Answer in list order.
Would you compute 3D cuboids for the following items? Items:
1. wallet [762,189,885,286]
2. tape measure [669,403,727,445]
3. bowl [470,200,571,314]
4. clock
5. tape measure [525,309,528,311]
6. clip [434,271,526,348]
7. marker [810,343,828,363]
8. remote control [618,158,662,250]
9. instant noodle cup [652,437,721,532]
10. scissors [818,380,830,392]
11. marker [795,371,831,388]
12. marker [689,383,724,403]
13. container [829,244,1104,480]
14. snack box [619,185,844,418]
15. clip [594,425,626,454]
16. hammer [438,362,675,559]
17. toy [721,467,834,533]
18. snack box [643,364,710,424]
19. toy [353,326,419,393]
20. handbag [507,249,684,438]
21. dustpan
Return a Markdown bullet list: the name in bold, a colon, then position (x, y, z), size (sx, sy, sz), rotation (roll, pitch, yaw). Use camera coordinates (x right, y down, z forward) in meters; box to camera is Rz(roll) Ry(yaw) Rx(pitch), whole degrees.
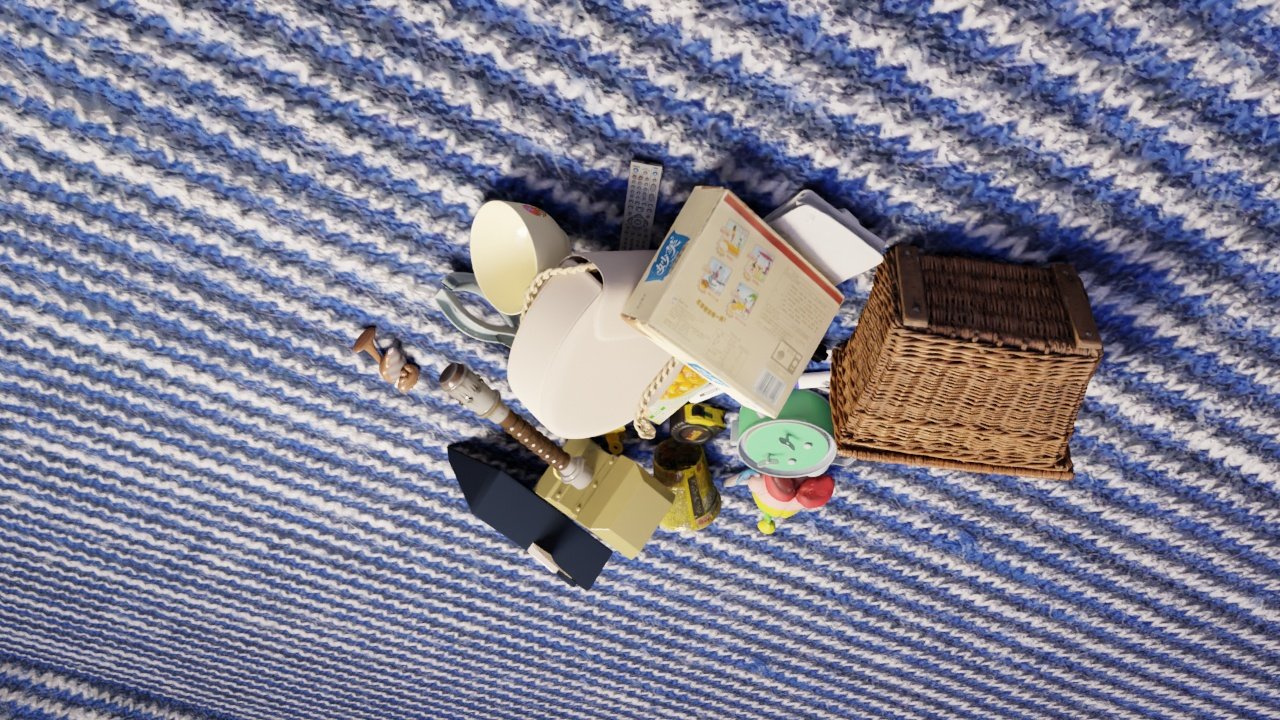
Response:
- **wallet**: position (0.184, -0.126, 0.935), size (0.116, 0.032, 0.086), rotation (31, 146, -26)
- **tape measure**: position (0.069, 0.081, 1.192), size (0.062, 0.038, 0.067), rotation (18, 143, -23)
- **bowl**: position (-0.115, -0.113, 0.964), size (0.073, 0.118, 0.118), rotation (-17, 158, -40)
- **clock**: position (0.202, 0.100, 1.157), size (0.161, 0.075, 0.122), rotation (19, 139, -12)
- **tape measure**: position (-0.095, -0.069, 1.045), size (0.072, 0.042, 0.072), rotation (-12, 140, 25)
- **clip**: position (-0.156, -0.058, 1.069), size (0.163, 0.107, 0.028), rotation (34, 135, -20)
- **marker**: position (0.163, -0.030, 1.052), size (0.126, 0.025, 0.025), rotation (26, 137, -18)
- **remote control**: position (-0.001, -0.150, 0.951), size (0.033, 0.013, 0.137), rotation (10, 140, 0)
- **instant noodle cup**: position (0.056, 0.164, 1.254), size (0.102, 0.102, 0.108), rotation (-1, 130, 12)
- **scissors**: position (0.288, 0.050, 1.113), size (0.149, 0.019, 0.122), rotation (0, 153, 14)
- **marker**: position (0.257, 0.020, 1.097), size (0.142, 0.020, 0.020), rotation (-5, 138, 16)
- **marker**: position (0.113, 0.025, 1.133), size (0.134, 0.017, 0.020), rotation (-24, 93, 33)
- **container**: position (0.337, -0.003, 0.952), size (0.250, 0.161, 0.183), rotation (6, 136, 3)
- **snack box**: position (0.097, -0.055, 0.923), size (0.207, 0.153, 0.055), rotation (34, 174, -35)
- **clip**: position (-0.036, 0.100, 1.251), size (0.053, 0.035, 0.046), rotation (-15, 116, 24)
- **hammer**: position (-0.124, 0.107, 1.152), size (0.325, 0.100, 0.190), rotation (43, 167, -33)
- **toy**: position (0.185, 0.187, 1.256), size (0.124, 0.096, 0.132), rotation (9, 167, -13)
- **snack box**: position (-0.007, 0.007, 1.126), size (0.168, 0.027, 0.132), rotation (28, 136, -20)
- **toy**: position (-0.320, 0.005, 1.177), size (0.055, 0.041, 0.102), rotation (19, 153, 23)
- **handbag**: position (-0.029, -0.014, 0.964), size (0.210, 0.103, 0.209), rotation (-9, 131, -45)
- **dustpan**: position (-0.151, 0.239, 1.284), size (0.236, 0.080, 0.274), rotation (43, 161, -33)
